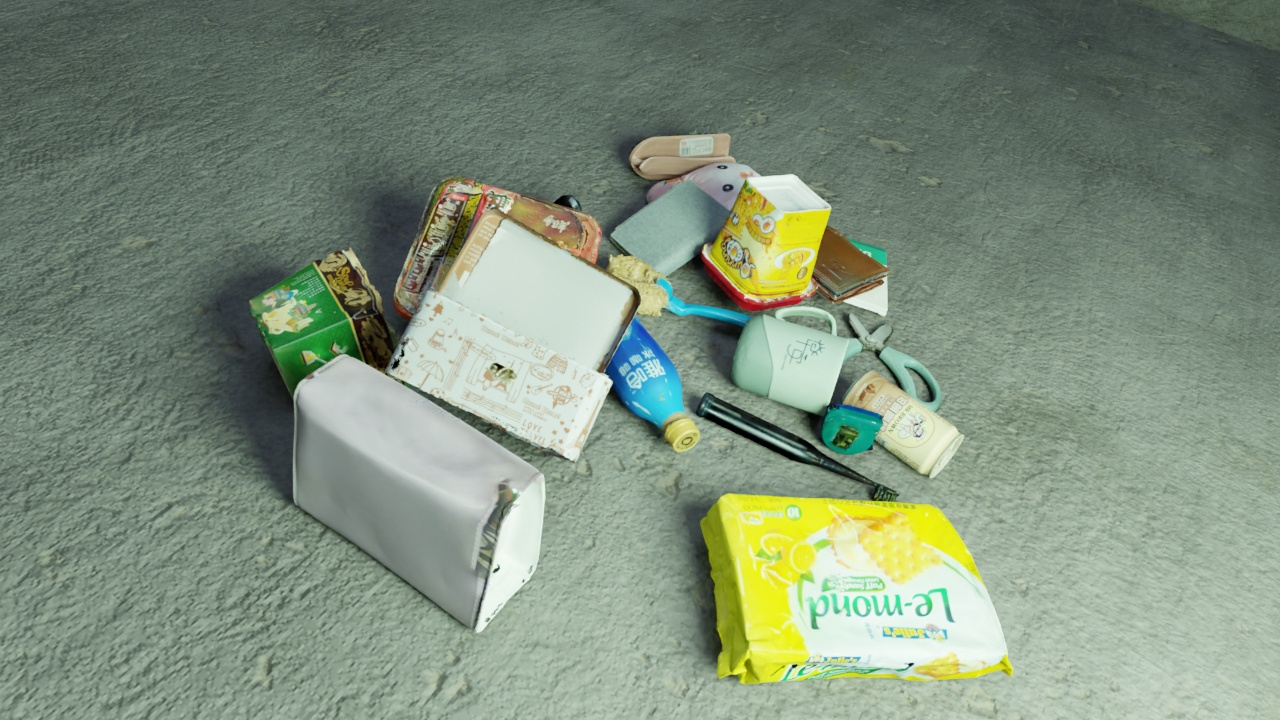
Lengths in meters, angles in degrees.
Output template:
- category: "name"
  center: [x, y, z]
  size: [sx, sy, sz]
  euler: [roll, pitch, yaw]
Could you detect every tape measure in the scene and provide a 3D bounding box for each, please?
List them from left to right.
- category: "tape measure"
  center: [0.209, 0.070, 0.920]
  size: [0.058, 0.055, 0.025]
  euler: [16, 38, 4]

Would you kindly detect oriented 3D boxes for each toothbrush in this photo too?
- category: "toothbrush"
  center: [0.155, 0.089, 0.909]
  size: [0.213, 0.026, 0.027]
  euler: [26, 77, 12]

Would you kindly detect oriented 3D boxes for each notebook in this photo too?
- category: "notebook"
  center: [0.214, -0.133, 1.171]
  size: [0.209, 0.012, 0.150]
  euler: [18, 38, 1]

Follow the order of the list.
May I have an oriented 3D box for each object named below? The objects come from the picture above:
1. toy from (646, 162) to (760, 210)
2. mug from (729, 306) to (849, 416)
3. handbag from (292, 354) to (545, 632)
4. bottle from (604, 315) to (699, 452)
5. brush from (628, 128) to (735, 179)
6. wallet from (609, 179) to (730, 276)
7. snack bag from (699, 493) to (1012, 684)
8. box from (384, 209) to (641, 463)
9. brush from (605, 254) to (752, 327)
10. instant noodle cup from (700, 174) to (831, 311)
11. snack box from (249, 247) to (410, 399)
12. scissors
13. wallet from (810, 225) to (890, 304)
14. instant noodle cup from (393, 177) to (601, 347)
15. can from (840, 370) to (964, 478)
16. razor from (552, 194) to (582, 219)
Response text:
- category: "toy"
  center: [0.088, -0.212, 1.190]
  size: [0.159, 0.054, 0.121]
  euler: [-10, 43, 1]
- category: "mug"
  center: [0.159, -0.010, 0.962]
  size: [0.106, 0.082, 0.111]
  euler: [18, 68, 12]
- category: "handbag"
  center: [-0.173, 0.096, 0.721]
  size: [0.197, 0.145, 0.098]
  euler: [29, 46, 16]
- category: "bottle"
  center: [-0.006, 0.005, 0.929]
  size: [0.065, 0.065, 0.218]
  euler: [-12, 48, -26]
- category: "brush"
  center: [0.055, -0.278, 1.261]
  size: [0.145, 0.063, 0.073]
  euler: [-7, 35, -21]
- category: "wallet"
  center: [0.039, -0.159, 1.123]
  size: [0.129, 0.037, 0.106]
  euler: [-35, 56, -12]
- category: "snack bag"
  center: [0.171, 0.193, 0.765]
  size: [0.246, 0.068, 0.157]
  euler: [4, 41, -11]
- category: "box"
  center: [-0.101, -0.028, 0.814]
  size: [0.181, 0.157, 0.197]
  euler: [29, 80, -7]
- category: "brush"
  center: [0.066, -0.059, 1.033]
  size: [0.255, 0.046, 0.083]
  euler: [19, 34, 6]
- category: "instant noodle cup"
  center: [0.147, -0.137, 1.037]
  size: [0.115, 0.124, 0.116]
  euler: [-10, 46, -32]
- category: "snack box"
  center: [-0.294, -0.022, 0.859]
  size: [0.105, 0.118, 0.118]
  euler: [-24, 50, -20]
- category: "scissors"
  center: [0.270, 0.010, 1.033]
  size: [0.181, 0.019, 0.169]
  euler: [35, 45, 24]
- category: "wallet"
  center: [0.229, -0.122, 1.128]
  size: [0.101, 0.032, 0.124]
  euler: [-20, 51, -35]
- category: "instant noodle cup"
  center: [-0.143, -0.091, 0.953]
  size: [0.189, 0.079, 0.164]
  euler: [16, 74, 3]
- category: "can"
  center: [0.265, 0.064, 0.939]
  size: [0.116, 0.059, 0.058]
  euler: [38, 47, 26]
- category: "razor"
  center: [-0.096, -0.123, 1.063]
  size: [0.067, 0.062, 0.167]
  euler: [32, 40, -27]
